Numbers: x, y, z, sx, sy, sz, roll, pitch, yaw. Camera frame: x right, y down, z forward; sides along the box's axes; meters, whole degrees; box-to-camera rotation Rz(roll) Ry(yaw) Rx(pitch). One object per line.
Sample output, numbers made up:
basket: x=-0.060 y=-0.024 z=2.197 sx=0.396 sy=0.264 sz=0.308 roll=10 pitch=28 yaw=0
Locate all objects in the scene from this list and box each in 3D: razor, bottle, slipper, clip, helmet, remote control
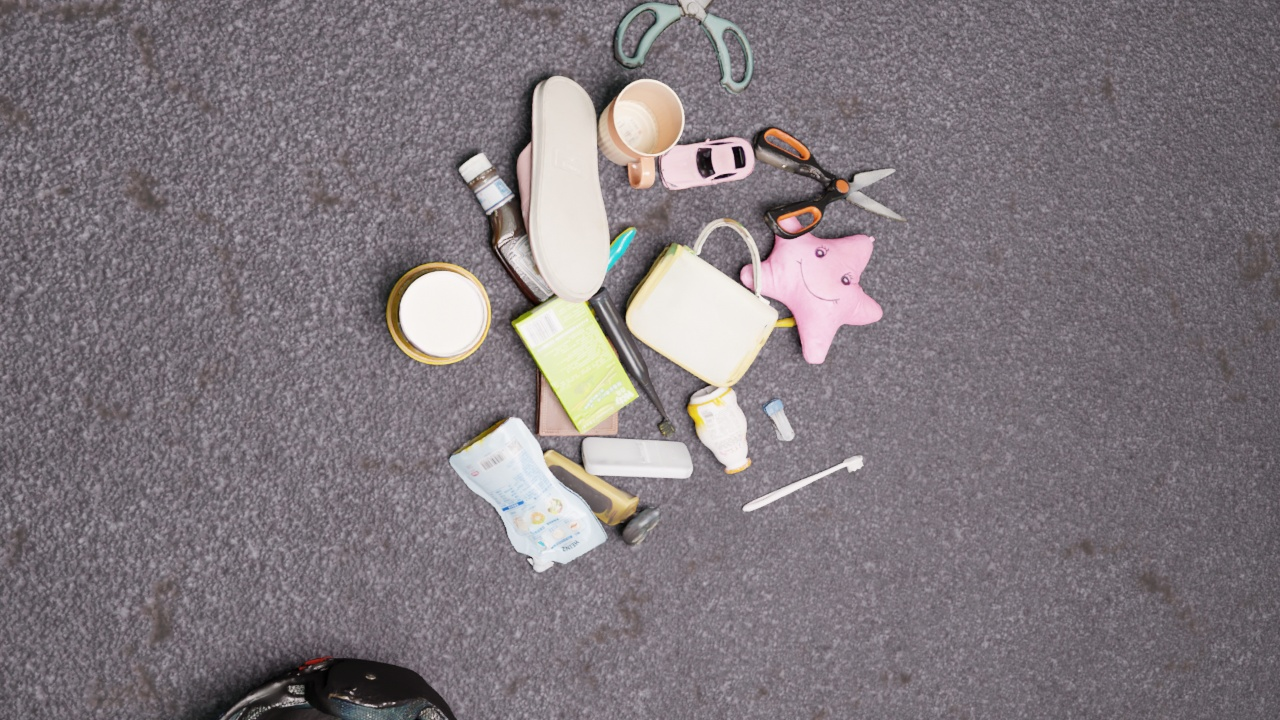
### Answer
razor: x=-0.054 y=0.164 z=1.112 sx=0.167 sy=0.067 sz=0.062 roll=36 pitch=111 yaw=-8
bottle: x=-0.142 y=-0.151 z=1.074 sx=0.079 sy=0.044 sz=0.195 roll=-37 pitch=101 yaw=-13
slipper: x=-0.091 y=-0.196 z=1.055 sx=0.114 sy=0.055 sz=0.274 roll=7 pitch=73 yaw=-41
razor: x=-0.042 y=-0.104 z=1.111 sx=0.043 sy=0.028 sz=0.132 roll=29 pitch=87 yaw=-47
clip: x=0.180 y=0.078 z=1.191 sx=0.025 sy=0.036 sz=0.058 roll=-29 pitch=97 yaw=-14
helmet: x=-0.319 y=0.435 z=0.972 sx=0.274 sy=0.230 sz=0.233 roll=8 pitch=83 yaw=-6
bottle: x=0.103 y=0.086 z=1.145 sx=0.063 sy=0.063 sz=0.108 roll=-25 pitch=99 yaw=-12
remote control: x=-0.004 y=0.120 z=1.125 sx=0.136 sy=0.055 sz=0.020 roll=4 pitch=125 yaw=-16

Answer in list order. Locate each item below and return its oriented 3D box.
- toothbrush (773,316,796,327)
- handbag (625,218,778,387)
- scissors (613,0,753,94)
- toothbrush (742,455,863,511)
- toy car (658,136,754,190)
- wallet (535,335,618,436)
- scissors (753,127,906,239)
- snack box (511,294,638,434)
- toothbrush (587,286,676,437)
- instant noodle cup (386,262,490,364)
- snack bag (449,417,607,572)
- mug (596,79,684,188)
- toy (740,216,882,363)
toothbrush: x=0.200 y=-0.047 z=1.188 sx=0.191 sy=0.016 sz=0.018 roll=-13 pitch=108 yaw=-14
handbag: x=0.087 y=-0.078 z=1.111 sx=0.163 sy=0.063 sz=0.179 roll=33 pitch=102 yaw=-12
scissors: x=0.053 y=-0.386 z=1.123 sx=0.170 sy=0.019 sz=0.171 roll=-33 pitch=103 yaw=-9
toothbrush: x=0.215 y=0.164 z=1.207 sx=0.180 sy=0.016 sz=0.016 roll=-21 pitch=105 yaw=-14
toy car: x=0.083 y=-0.243 z=1.132 sx=0.122 sy=0.037 sz=0.056 roll=-12 pitch=95 yaw=-13
wallet: x=-0.075 y=0.032 z=1.112 sx=0.101 sy=0.032 sz=0.124 roll=0 pitch=94 yaw=-18
scissors: x=0.232 y=-0.215 z=1.163 sx=0.221 sy=0.022 sz=0.227 roll=39 pitch=61 yaw=-3
snack box: x=-0.075 y=0.000 z=1.073 sx=0.085 sy=0.026 sz=0.156 roll=-34 pitch=109 yaw=-11
toothbrush: x=-0.007 y=0.007 z=1.116 sx=0.027 sy=0.026 sz=0.213 roll=-33 pitch=113 yaw=-14
instant noodle cup: x=-0.222 y=-0.051 z=1.022 sx=0.118 sy=0.114 sz=0.118 roll=-1 pitch=94 yaw=-14
snack bag: x=-0.133 y=0.164 z=1.091 sx=0.110 sy=0.038 sz=0.191 roll=-34 pitch=101 yaw=9
mug: x=-0.002 y=-0.258 z=1.071 sx=0.081 sy=0.106 sz=0.114 roll=-7 pitch=96 yaw=-15
toy: x=0.223 y=-0.112 z=1.157 sx=0.178 sy=0.075 sz=0.194 roll=-38 pitch=91 yaw=-15
